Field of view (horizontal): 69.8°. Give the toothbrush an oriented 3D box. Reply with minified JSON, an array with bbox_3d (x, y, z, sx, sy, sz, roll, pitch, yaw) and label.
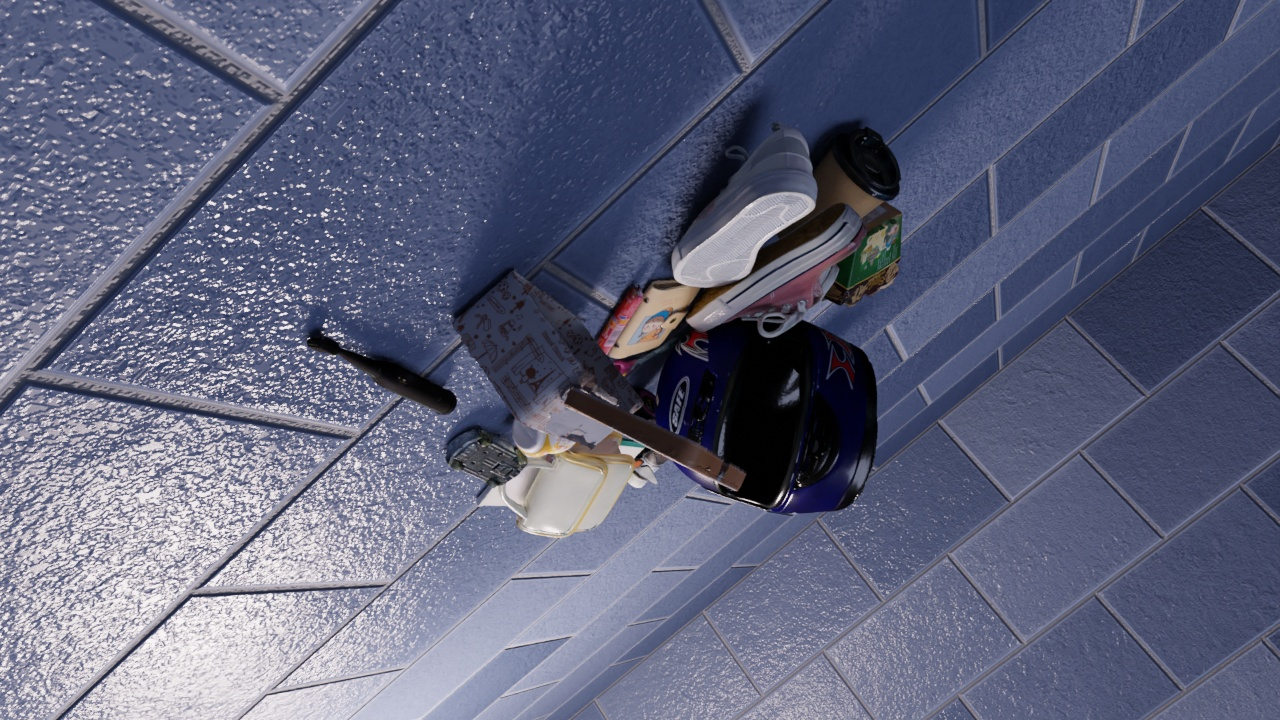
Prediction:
[{"bbox_3d":[-0.226,0.014,0.820,0.212,0.027,0.026,42,55,-66],"label":"toothbrush"}]

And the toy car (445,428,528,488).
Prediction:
[{"bbox_3d":[-0.178,0.111,1.062,0.054,0.036,0.120,-40,148,8],"label":"toy car"}]

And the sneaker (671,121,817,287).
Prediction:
[{"bbox_3d":[0.095,-0.152,0.923,0.089,0.090,0.243,7,159,-20],"label":"sneaker"}]

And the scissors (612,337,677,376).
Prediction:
[{"bbox_3d":[-0.006,0.008,1.147,0.137,0.017,0.073,-25,154,-36],"label":"scissors"}]

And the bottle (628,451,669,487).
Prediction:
[{"bbox_3d":[0.040,0.122,1.390,0.079,0.044,0.195,-2,140,-45],"label":"bottle"}]

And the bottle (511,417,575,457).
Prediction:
[{"bbox_3d":[-0.098,0.077,1.079,0.108,0.063,0.063,-5,141,-53],"label":"bottle"}]

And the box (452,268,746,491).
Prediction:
[{"bbox_3d":[-0.033,0.040,0.848,0.110,0.259,0.179,-42,157,5],"label":"box"}]

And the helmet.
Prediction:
[{"bbox_3d":[0.138,0.060,1.120,0.315,0.240,0.247,-83,-178,-80],"label":"helmet"}]

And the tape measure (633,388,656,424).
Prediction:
[{"bbox_3d":[0.001,0.068,1.214,0.039,0.057,0.057,-46,159,26],"label":"tape measure"}]

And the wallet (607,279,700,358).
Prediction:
[{"bbox_3d":[0.018,-0.050,1.060,0.087,0.024,0.115,-8,143,-42],"label":"wallet"}]

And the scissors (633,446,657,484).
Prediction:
[{"bbox_3d":[-0.006,0.129,1.318,0.221,0.021,0.234,-37,145,14],"label":"scissors"}]

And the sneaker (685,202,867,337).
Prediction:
[{"bbox_3d":[0.156,-0.081,1.020,0.242,0.088,0.118,-30,-159,37],"label":"sneaker"}]

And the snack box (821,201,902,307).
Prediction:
[{"bbox_3d":[0.253,-0.149,1.124,0.118,0.117,0.106,-29,144,-27],"label":"snack box"}]

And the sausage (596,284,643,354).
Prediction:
[{"bbox_3d":[-0.034,-0.029,1.027,0.020,0.020,0.156,-15,148,-44],"label":"sausage"}]

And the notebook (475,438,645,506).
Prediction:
[{"bbox_3d":[-0.101,0.149,1.234,0.151,0.012,0.208,-47,146,23],"label":"notebook"}]

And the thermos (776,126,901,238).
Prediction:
[{"bbox_3d":[0.217,-0.183,1.024,0.092,0.093,0.144,-13,156,-45],"label":"thermos"}]

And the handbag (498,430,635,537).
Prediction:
[{"bbox_3d":[-0.108,0.166,1.189,0.178,0.063,0.164,-1,135,-36],"label":"handbag"}]
